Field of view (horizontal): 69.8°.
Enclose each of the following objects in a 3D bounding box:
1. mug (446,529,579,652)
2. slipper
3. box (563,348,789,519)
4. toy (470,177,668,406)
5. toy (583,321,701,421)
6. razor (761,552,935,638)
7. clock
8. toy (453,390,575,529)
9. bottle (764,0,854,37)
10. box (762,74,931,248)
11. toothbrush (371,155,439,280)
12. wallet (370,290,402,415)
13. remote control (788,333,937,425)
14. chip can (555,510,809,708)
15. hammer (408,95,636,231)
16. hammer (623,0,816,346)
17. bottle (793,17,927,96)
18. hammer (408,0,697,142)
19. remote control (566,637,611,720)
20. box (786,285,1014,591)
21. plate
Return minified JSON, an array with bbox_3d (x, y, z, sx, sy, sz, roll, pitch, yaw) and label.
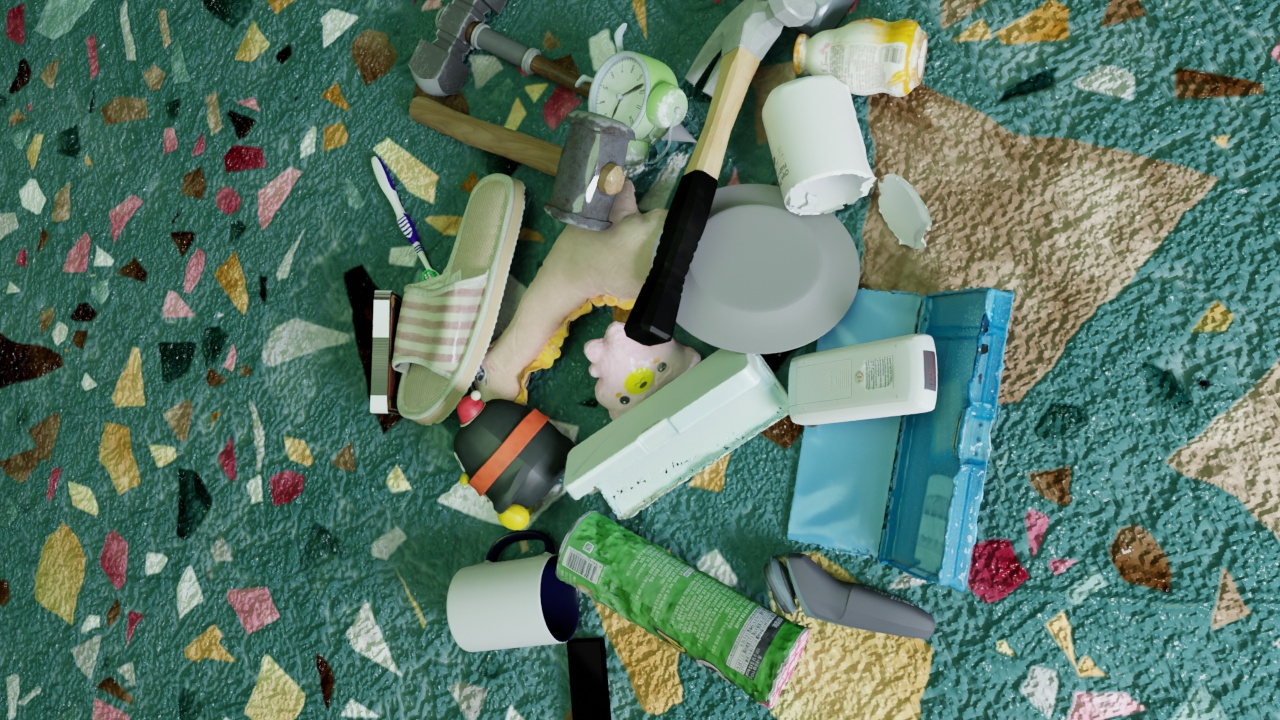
[{"bbox_3d":[-0.116,0.211,0.858,0.097,0.078,0.111,-12,51,20],"label":"mug"},{"bbox_3d":[-0.187,-0.067,0.904,0.115,0.052,0.262,11,80,45],"label":"slipper"},{"bbox_3d":[0.037,0.071,0.812,0.199,0.085,0.096,-33,113,16],"label":"box"},{"bbox_3d":[-0.057,-0.042,0.865,0.196,0.065,0.264,37,99,26],"label":"toy"},{"bbox_3d":[-0.005,0.005,0.834,0.102,0.093,0.050,-39,29,9],"label":"toy"},{"bbox_3d":[0.170,0.197,0.758,0.143,0.047,0.052,12,90,19],"label":"razor"},{"bbox_3d":[-0.004,-0.231,0.831,0.095,0.042,0.119,-41,61,38],"label":"clock"},{"bbox_3d":[-0.126,0.083,0.853,0.119,0.097,0.099,41,89,-2],"label":"toy"},{"bbox_3d":[0.119,-0.362,0.840,0.161,0.046,0.072,39,99,21],"label":"bottle"},{"bbox_3d":[0.173,-0.162,0.775,0.118,0.085,0.159,-6,72,-6],"label":"box"},{"bbox_3d":[-0.251,-0.146,0.980,0.015,0.016,0.186,-33,73,15],"label":"toothbrush"},{"bbox_3d":[-0.259,-0.007,0.939,0.019,0.072,0.123,1,85,-2],"label":"wallet"},{"bbox_3d":[0.176,0.017,0.743,0.139,0.025,0.060,-12,70,49],"label":"remote control"},{"bbox_3d":[0.030,0.210,0.795,0.223,0.075,0.075,25,93,23],"label":"chip can"},{"bbox_3d":[-0.131,-0.210,0.884,0.329,0.052,0.098,27,107,40],"label":"hammer"},{"bbox_3d":[0.055,-0.166,0.778,0.131,0.039,0.327,-11,56,59],"label":"hammer"},{"bbox_3d":[0.188,-0.262,0.791,0.109,0.063,0.063,10,88,22],"label":"bottle"},{"bbox_3d":[-0.080,-0.285,0.917,0.322,0.043,0.156,31,96,20],"label":"hammer"},{"bbox_3d":[-0.044,0.332,0.842,0.034,0.013,0.150,-9,80,21],"label":"remote control"},{"bbox_3d":[0.215,0.054,0.753,0.173,0.066,0.231,8,87,50],"label":"box"},{"bbox_3d":[0.098,-0.086,0.788,0.178,0.012,0.178,-1,60,2],"label":"plate"}]
